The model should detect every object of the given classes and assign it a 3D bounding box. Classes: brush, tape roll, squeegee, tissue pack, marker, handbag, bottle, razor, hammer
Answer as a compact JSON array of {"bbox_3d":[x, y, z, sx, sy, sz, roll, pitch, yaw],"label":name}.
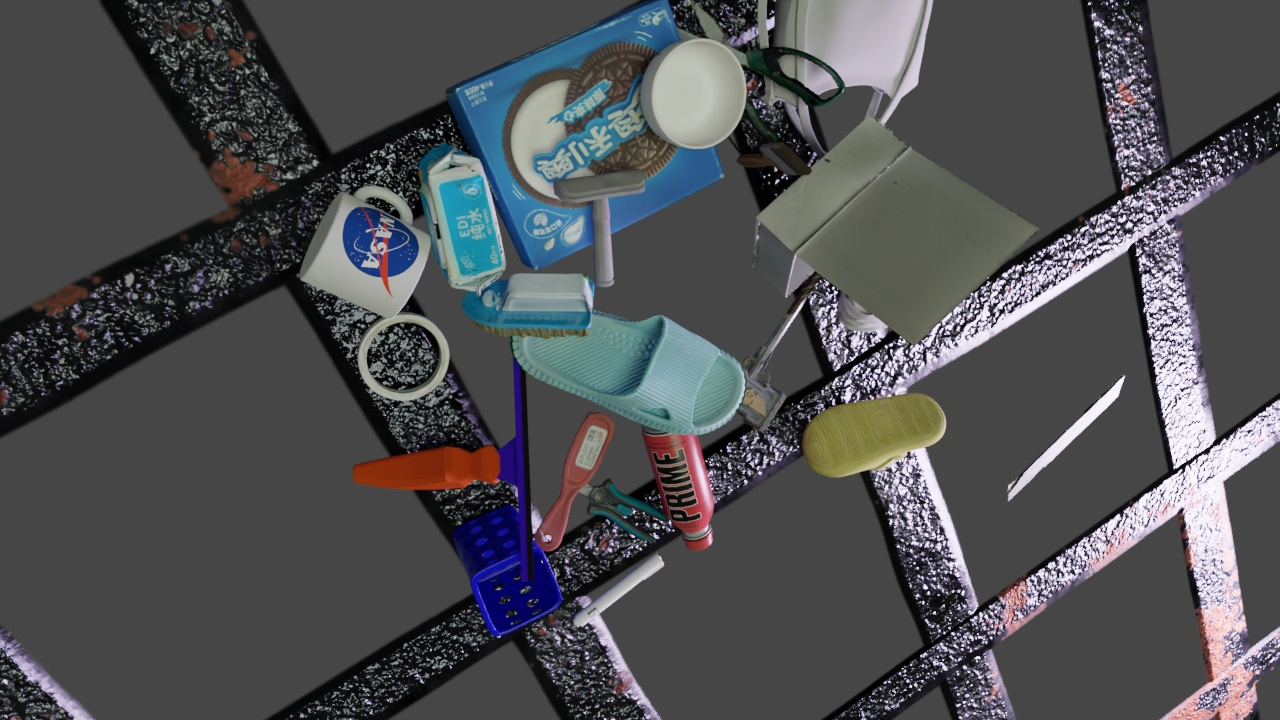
[{"bbox_3d":[0.133,-0.211,0.972,0.045,0.143,0.008,37,88,-19],"label":"brush"},{"bbox_3d":[-0.246,-0.004,0.954,0.093,0.013,0.093,-7,108,-21],"label":"tape roll"},{"bbox_3d":[-0.209,0.114,0.971,0.185,0.055,0.249,-4,72,-3],"label":"squeegee"},{"bbox_3d":[-0.177,-0.137,0.896,0.061,0.093,0.144,-16,112,-15],"label":"tissue pack"},{"bbox_3d":[-0.027,0.285,1.133,0.133,0.017,0.020,-36,115,-8],"label":"marker"},{"bbox_3d":[0.216,-0.331,1.021,0.215,0.095,0.223,-9,121,-17],"label":"handbag"},{"bbox_3d":[0.051,0.147,1.097,0.062,0.062,0.177,-22,113,-15],"label":"bottle"},{"bbox_3d":[-0.039,-0.130,0.925,0.088,0.047,0.116,-13,120,-19],"label":"razor"},{"bbox_3d":[-0.079,0.137,1.053,0.041,0.030,0.172,24,93,-15],"label":"brush"},{"bbox_3d":[-0.117,-0.060,0.935,0.136,0.075,0.055,0,65,6],"label":"brush"},{"bbox_3d":[0.193,-0.075,1.101,0.098,0.044,0.322,33,89,-27],"label":"hammer"}]

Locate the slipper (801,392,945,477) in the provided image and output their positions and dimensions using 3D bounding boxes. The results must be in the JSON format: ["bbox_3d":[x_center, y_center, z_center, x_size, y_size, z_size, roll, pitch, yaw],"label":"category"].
[{"bbox_3d":[0.296,0.100,1.182,0.190,0.091,0.082,-16,152,-7],"label":"slipper"}]

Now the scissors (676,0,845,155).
[{"bbox_3d":[0.100,-0.290,0.985,0.209,0.015,0.155,23,130,-12],"label":"scissors"}]

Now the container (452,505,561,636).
[{"bbox_3d":[-0.150,0.226,1.010,0.084,0.113,0.085,-23,114,-15],"label":"container"}]

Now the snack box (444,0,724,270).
[{"bbox_3d":[-0.051,-0.230,0.938,0.238,0.056,0.196,-29,116,-13],"label":"snack box"}]

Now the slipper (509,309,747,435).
[{"bbox_3d":[-0.006,0.006,0.997,0.276,0.069,0.116,19,83,-14],"label":"slipper"}]

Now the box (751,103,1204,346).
[{"bbox_3d":[0.256,-0.123,0.849,0.166,0.506,0.148,-43,113,-4],"label":"box"}]

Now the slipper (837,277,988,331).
[{"bbox_3d":[0.350,-0.104,1.137,0.246,0.075,0.112,-27,84,-15],"label":"slipper"}]

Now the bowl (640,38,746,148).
[{"bbox_3d":[0.047,-0.263,0.907,0.104,0.054,0.105,-9,110,-25],"label":"bowl"}]

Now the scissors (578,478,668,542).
[{"bbox_3d":[-0.026,0.169,1.096,0.138,0.019,0.129,-14,105,-15],"label":"scissors"}]

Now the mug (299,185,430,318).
[{"bbox_3d":[-0.259,-0.113,0.880,0.090,0.091,0.121,26,60,-27],"label":"mug"}]
